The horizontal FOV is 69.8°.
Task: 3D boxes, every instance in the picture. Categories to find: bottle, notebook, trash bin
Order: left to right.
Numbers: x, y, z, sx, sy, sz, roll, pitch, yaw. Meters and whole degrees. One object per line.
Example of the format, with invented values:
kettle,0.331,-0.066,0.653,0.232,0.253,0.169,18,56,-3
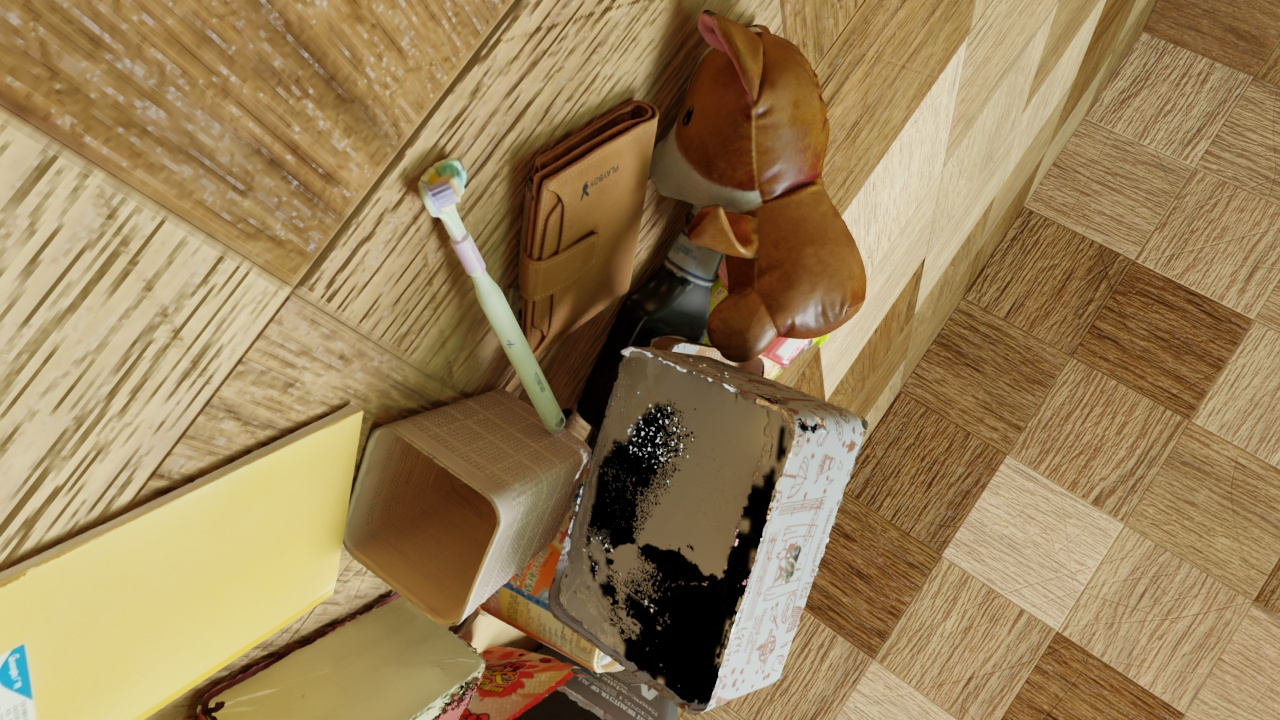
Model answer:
notebook,-0.216,0.113,0.417,0.205,0.010,0.146,-32,149,-49
notebook,-0.139,0.271,0.838,0.149,0.012,0.212,-52,160,-18
trash bin,-0.065,0.383,0.904,0.199,0.199,0.219,-59,173,7
bottle,0.020,-0.033,0.682,0.079,0.044,0.195,6,116,-48

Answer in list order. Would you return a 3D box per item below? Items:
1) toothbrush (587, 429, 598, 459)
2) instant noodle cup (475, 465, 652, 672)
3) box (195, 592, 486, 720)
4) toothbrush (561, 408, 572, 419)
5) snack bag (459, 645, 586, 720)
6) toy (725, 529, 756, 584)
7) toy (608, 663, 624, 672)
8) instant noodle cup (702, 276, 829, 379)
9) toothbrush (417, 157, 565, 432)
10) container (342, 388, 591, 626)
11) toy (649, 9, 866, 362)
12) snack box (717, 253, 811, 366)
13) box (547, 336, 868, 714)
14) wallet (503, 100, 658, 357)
toothbrush,-0.004,0.004,0.736,0.181,0.015,0.018,-64,168,17
instant noodle cup,-0.043,0.169,0.739,0.151,0.111,0.152,-48,156,-31
box,-0.171,0.206,0.542,0.168,0.091,0.077,-18,140,-60
toothbrush,-0.107,0.079,0.615,0.188,0.014,0.017,-39,143,-41
snack bag,-0.150,0.262,0.658,0.207,0.129,0.073,-21,96,-49
toy,0.043,0.099,0.823,0.075,0.178,0.194,-39,-158,21
toy,-0.001,0.192,0.893,0.144,0.082,0.225,106,11,-60
instant noodle cup,0.080,-0.014,0.785,0.123,0.111,0.112,-47,159,-5
toothbrush,-0.070,-0.021,0.473,0.029,0.020,0.190,-58,149,-30
container,-0.095,0.077,0.533,0.110,0.090,0.090,-26,143,-60
toy,0.068,-0.108,0.563,0.140,0.130,0.200,-52,137,-69
snack box,0.100,-0.068,0.685,0.025,0.152,0.075,28,114,-28
box,0.058,0.093,0.576,0.205,0.158,0.181,8,100,-55
wallet,-0.033,-0.073,0.530,0.107,0.031,0.132,-41,154,-40
